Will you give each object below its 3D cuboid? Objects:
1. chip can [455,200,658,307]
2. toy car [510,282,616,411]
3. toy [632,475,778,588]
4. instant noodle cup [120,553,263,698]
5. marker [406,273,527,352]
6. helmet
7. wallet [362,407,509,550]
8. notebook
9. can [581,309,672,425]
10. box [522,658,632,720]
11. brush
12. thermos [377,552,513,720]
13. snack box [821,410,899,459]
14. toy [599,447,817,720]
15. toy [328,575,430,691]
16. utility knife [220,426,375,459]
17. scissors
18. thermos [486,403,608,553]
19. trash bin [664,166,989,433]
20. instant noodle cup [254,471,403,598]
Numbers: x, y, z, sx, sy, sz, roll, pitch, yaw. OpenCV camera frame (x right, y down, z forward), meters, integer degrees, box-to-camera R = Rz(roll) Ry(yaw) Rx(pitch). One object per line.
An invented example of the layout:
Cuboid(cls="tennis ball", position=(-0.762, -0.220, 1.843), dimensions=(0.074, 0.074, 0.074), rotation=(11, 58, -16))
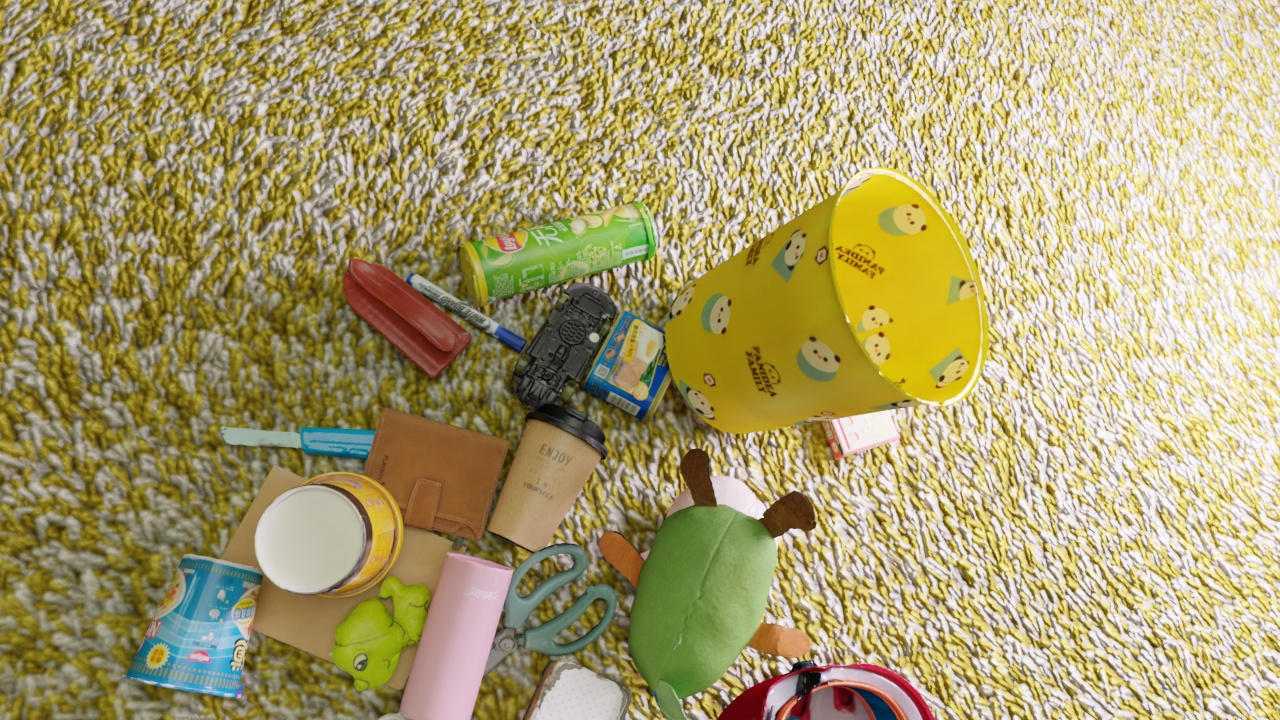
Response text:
Cuboid(cls="chip can", position=(-0.088, -0.121, 1.019), dimensions=(0.221, 0.073, 0.072), rotation=(-17, 76, -19))
Cuboid(cls="toy car", position=(-0.082, -0.015, 1.000), dimensions=(0.070, 0.042, 0.157), rotation=(31, 68, -2))
Cuboid(cls="toy", position=(0.066, 0.198, 0.957), dimensions=(0.159, 0.054, 0.121), rotation=(-39, 84, -10))
Cuboid(cls="instant noodle cup", position=(-0.384, 0.232, 0.808), dimensions=(0.099, 0.099, 0.109), rotation=(14, 67, -9))
Cuboid(cls="marker", position=(-0.190, -0.053, 1.000), dimensions=(0.146, 0.017, 0.016), rotation=(31, 67, -2))
Cuboid(cls="helmet", position=(0.155, 0.390, 0.866), dimensions=(0.239, 0.144, 0.207), rotation=(-17, 85, -33))
Cuboid(cls="wallet", position=(-0.209, 0.120, 0.916), dimensions=(0.130, 0.035, 0.119), rotation=(15, 79, -9))
Cuboid(cls="notebook", position=(-0.294, 0.208, 0.887), dimensions=(0.207, 0.008, 0.147), rotation=(24, 67, -5))
Cuboid(cls="can", position=(-0.006, 0.006, 1.005), dimensions=(0.083, 0.057, 0.101), rotation=(28, 66, 0))
Cuboid(cls="box", position=(-0.080, 0.377, 0.856), dimensions=(0.090, 0.061, 0.184), rotation=(28, 69, -3))
Cuboid(cls="brush", position=(-0.249, -0.050, 0.955), dimensions=(0.146, 0.069, 0.063), rotation=(40, 66, 2))
Cuboid(cls="thermos", position=(-0.185, 0.278, 0.839), dimensions=(0.087, 0.067, 0.198), rotation=(22, 80, -27))
Cuboid(cls="snack box", position=(0.237, 0.031, 1.072), dimensions=(0.077, 0.027, 0.155), rotation=(-14, 75, -19))
Cuboid(cls="toy", position=(0.062, 0.217, 0.886), dimensions=(0.227, 0.090, 0.247), rotation=(25, 92, 19))
Cuboid(cls="toy", position=(-0.242, 0.254, 0.862), dimensions=(0.100, 0.031, 0.096), rotation=(-9, 77, -22))
Cuboid(cls="utility knife", position=(-0.306, 0.082, 0.922), dimensions=(0.218, 0.018, 0.034), rotation=(6, 72, -13))
Cuboid(cls="scissors", position=(-0.114, 0.246, 0.893), dimensions=(0.180, 0.019, 0.143), rotation=(-25, 107, -12))
Cuboid(cls="thermos", position=(-0.096, 0.120, 0.928), dimensions=(0.093, 0.093, 0.143), rotation=(27, 74, -4))
Cuboid(cls="trash bin", position=(0.174, -0.037, 0.930), dimensions=(0.229, 0.256, 0.229), rotation=(14, 66, -35))
Cuboid(cls="instant noodle cup", position=(-0.283, 0.159, 0.828), dimensions=(0.118, 0.114, 0.118), rotation=(1, 82, -5))
